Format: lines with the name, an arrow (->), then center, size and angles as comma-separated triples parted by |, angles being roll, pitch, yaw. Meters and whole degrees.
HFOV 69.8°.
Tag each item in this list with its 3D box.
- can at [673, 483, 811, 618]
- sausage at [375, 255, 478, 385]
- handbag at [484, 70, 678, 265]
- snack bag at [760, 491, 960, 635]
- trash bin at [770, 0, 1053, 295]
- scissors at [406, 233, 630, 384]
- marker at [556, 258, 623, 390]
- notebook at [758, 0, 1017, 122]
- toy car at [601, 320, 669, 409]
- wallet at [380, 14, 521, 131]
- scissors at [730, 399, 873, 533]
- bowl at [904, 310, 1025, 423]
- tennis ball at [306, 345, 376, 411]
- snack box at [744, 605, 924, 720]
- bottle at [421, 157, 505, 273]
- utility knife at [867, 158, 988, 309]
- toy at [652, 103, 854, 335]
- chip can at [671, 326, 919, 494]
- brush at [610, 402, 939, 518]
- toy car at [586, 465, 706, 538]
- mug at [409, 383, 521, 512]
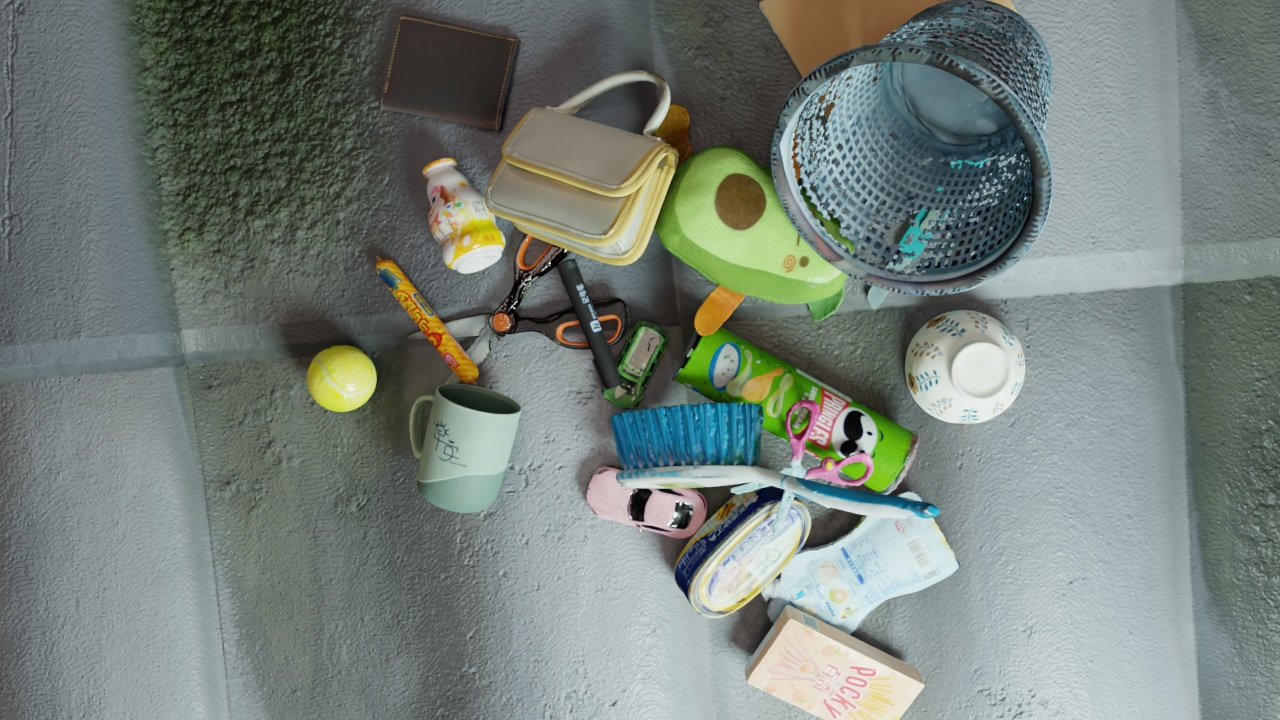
can -> 0.100, 0.184, 0.897 | 0.148, 0.049, 0.074 | -44, 110, -1
sausage -> -0.211, -0.040, 0.906 | 0.021, 0.021, 0.165 | -40, 84, 3
handbag -> -0.048, -0.193, 0.851 | 0.163, 0.063, 0.178 | 23, 89, 27
snack bag -> 0.213, 0.216, 0.911 | 0.191, 0.038, 0.110 | -32, 110, 7
trash bin -> 0.254, -0.201, 0.789 | 0.226, 0.227, 0.194 | 40, 53, -1
scissors -> -0.119, -0.054, 0.915 | 0.221, 0.021, 0.222 | 10, 92, 6
marker -> -0.049, -0.035, 0.887 | 0.022, 0.020, 0.132 | -22, 89, 35
notebook -> 0.241, -0.339, 0.890 | 0.208, 0.008, 0.148 | -32, 93, 3
toy car -> -0.005, 0.005, 0.907 | 0.043, 0.036, 0.091 | 26, 98, -2
wallet -> -0.186, -0.282, 0.900 | 0.122, 0.020, 0.096 | 12, 89, 2
scissors -> 0.145, 0.095, 0.849 | 0.133, 0.017, 0.128 | -17, 99, 7
bowl -> 0.319, 0.007, 0.886 | 0.113, 0.062, 0.113 | 0, 92, 2
tennis ball -> -0.292, 0.017, 0.899 | 0.065, 0.065, 0.065 | 0, 94, 1
snack box -> 0.192, 0.313, 0.910 | 0.157, 0.026, 0.084 | 28, 106, -7
bottle -> -0.175, -0.141, 0.888 | 0.063, 0.063, 0.108 | -24, 81, 3
utility knife -> 0.285, -0.139, 0.900 | 0.029, 0.013, 0.209 | 33, 94, -1
toy -> 0.094, -0.130, 0.867 | 0.247, 0.090, 0.227 | 25, 88, -2
chip can -> 0.148, 0.044, 0.887 | 0.236, 0.072, 0.072 | 29, 94, 0
brush -> 0.105, 0.089, 0.816 | 0.315, 0.060, 0.109 | -8, 68, 33
toy car -> 0.005, 0.142, 0.915 | 0.122, 0.037, 0.056 | 14, 92, 1
mug -> -0.180, 0.081, 0.892 | 0.112, 0.082, 0.106 | 22, 104, 21
